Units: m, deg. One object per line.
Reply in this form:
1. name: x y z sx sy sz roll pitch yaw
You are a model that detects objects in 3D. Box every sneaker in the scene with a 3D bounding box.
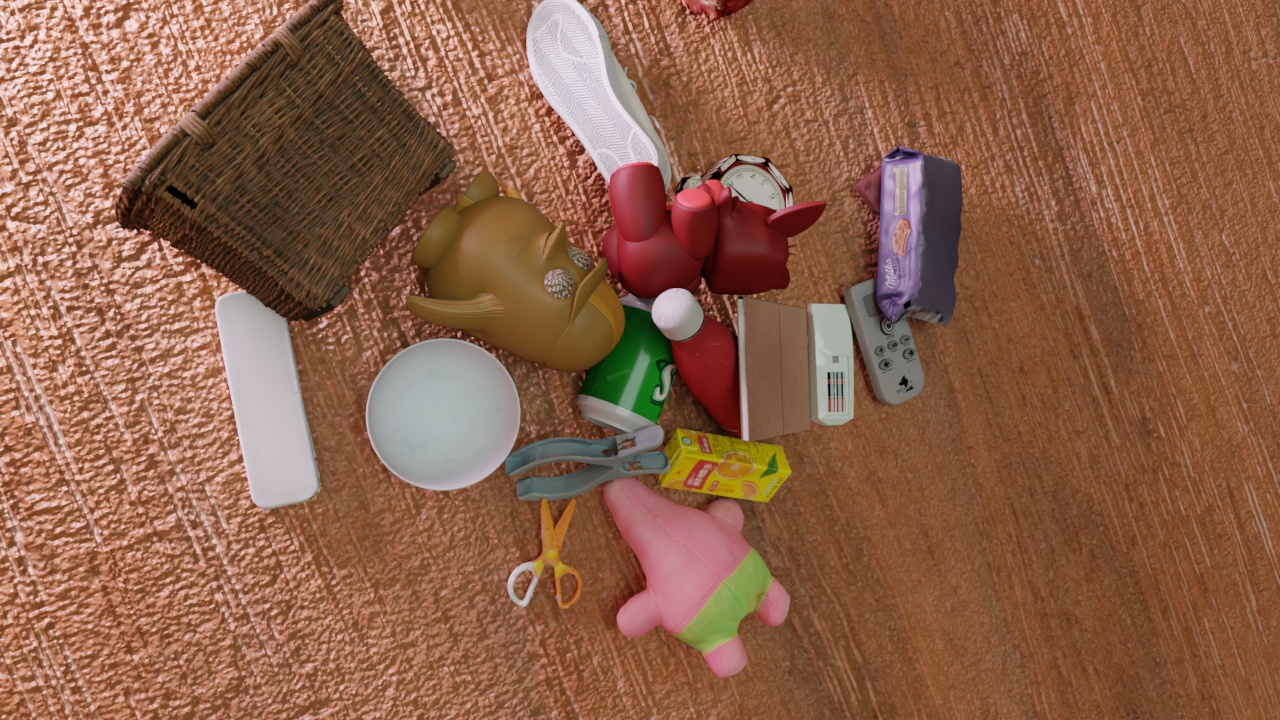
1. sneaker: -0.041 -0.269 0.969 0.090 0.090 0.242 -31 79 12

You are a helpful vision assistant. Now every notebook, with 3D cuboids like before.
1. notebook: 0.145 0.008 0.974 0.008 0.208 0.141 -2 89 26

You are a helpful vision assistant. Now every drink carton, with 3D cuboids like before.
1. drink carton: 0.089 0.113 0.993 0.134 0.059 0.042 11 40 -23

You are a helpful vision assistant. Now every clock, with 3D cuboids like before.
1. clock: 0.091 -0.158 1.006 0.154 0.065 0.114 -24 96 -25

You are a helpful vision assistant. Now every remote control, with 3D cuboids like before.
1. remote control: 0.292 -0.024 1.087 0.074 0.019 0.151 -21 95 -30
2. remote control: 0.223 0.004 1.068 0.049 0.024 0.143 0 88 -18

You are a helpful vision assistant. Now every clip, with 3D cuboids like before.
1. clip: -0.056 0.091 0.911 0.167 0.127 0.028 -14 54 4

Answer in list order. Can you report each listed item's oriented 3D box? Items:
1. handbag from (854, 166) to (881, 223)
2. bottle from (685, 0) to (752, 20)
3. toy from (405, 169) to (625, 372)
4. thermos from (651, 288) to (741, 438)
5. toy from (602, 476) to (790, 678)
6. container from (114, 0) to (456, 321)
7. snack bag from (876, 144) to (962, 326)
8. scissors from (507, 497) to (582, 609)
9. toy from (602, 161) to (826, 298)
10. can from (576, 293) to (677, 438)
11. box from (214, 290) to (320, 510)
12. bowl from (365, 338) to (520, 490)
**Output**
1. handbag: 0.304 -0.172 1.102 0.055 0.029 0.119 -34 104 -21
2. bottle: 0.093 -0.435 1.002 0.111 0.099 0.099 -40 100 -20
3. toy: -0.106 -0.073 0.886 0.203 0.163 0.198 35 47 -5
4. thermos: 0.074 0.003 0.928 0.073 0.073 0.240 -57 144 -12
5. toy: 0.044 0.212 0.972 0.236 0.097 0.191 46 67 3
6. container: -0.303 -0.164 0.820 0.183 0.162 0.249 44 66 -21
7. snack bag: 0.329 -0.143 1.071 0.096 0.058 0.205 2 89 -35
8. scissors: -0.103 0.200 0.952 0.096 0.012 0.133 -9 101 -16
9. toy: 0.064 -0.119 0.898 0.197 0.159 0.120 1 61 -6
10. can: -0.006 0.006 0.959 0.087 0.088 0.139 24 81 -16
11. box: -0.355 0.036 0.875 0.064 0.033 0.209 -11 91 -18
12. bowl: -0.196 0.052 0.902 0.143 0.074 0.144 1 88 -18
